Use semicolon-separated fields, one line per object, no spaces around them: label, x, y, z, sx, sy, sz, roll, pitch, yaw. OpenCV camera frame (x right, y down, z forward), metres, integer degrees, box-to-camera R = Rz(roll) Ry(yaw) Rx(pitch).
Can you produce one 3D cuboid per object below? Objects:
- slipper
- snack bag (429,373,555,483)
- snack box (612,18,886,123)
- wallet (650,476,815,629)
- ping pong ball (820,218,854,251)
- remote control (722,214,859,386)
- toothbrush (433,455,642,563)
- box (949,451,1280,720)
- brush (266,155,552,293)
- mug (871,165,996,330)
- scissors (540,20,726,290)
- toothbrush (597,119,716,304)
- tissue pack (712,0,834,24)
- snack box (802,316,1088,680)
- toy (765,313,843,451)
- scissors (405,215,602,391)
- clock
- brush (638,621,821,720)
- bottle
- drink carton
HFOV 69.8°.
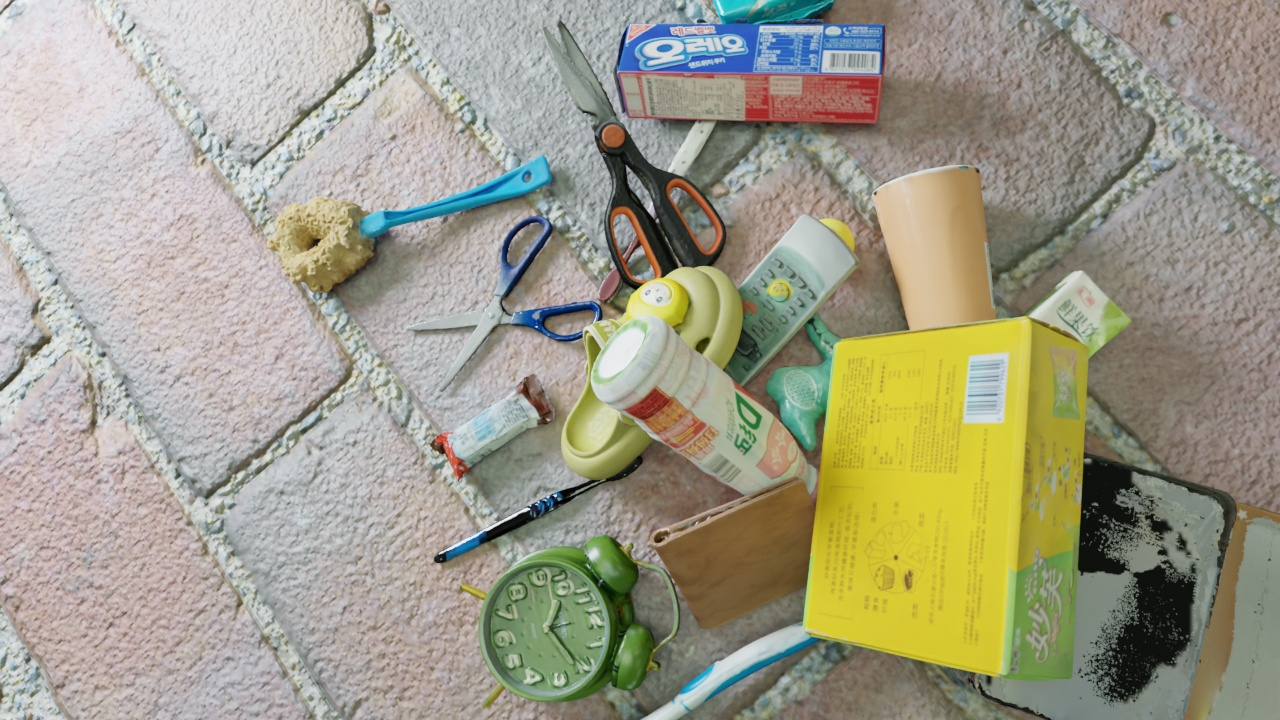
slipper;-0.004;0.004;0.686;0.190;0.081;0.091;-51;43;7
snack bag;-0.119;0.055;0.740;0.105;0.026;0.045;-33;67;3
snack box;0.086;-0.229;0.728;0.208;0.058;0.057;4;64;11
wallet;0.077;0.139;0.658;0.115;0.101;0.020;-24;34;4
ping pong ball;0.144;-0.089;0.707;0.040;0.040;0.040;-2;80;11
remote control;0.102;-0.045;0.696;0.056;0.019;0.135;47;112;16
toothbrush;-0.083;0.118;0.728;0.189;0.016;0.014;-27;71;6
box;0.361;0.173;0.606;0.260;0.082;0.176;17;84;9
brush;-0.197;-0.124;0.785;0.255;0.046;0.083;-17;73;4
mug;0.221;-0.072;0.675;0.078;0.078;0.122;-11;84;9
scissors;-0.004;-0.169;0.730;0.148;0.022;0.234;-6;88;-12
toothbrush;0.016;-0.126;0.753;0.016;0.017;0.187;28;84;18
tissue pack;0.096;-0.329;0.753;0.093;0.050;0.133;-19;78;6
snack box;0.194;0.086;0.595;0.158;0.070;0.210;-8;71;54
toy;0.137;0.011;0.694;0.091;0.030;0.096;-24;68;-14
scissors;-0.110;-0.044;0.764;0.174;0.012;0.162;12;84;14
clock;-0.049;0.195;0.687;0.161;0.056;0.116;-16;79;8
brush;0.006;0.278;0.659;0.314;0.060;0.109;-17;84;4
bottle;0.057;0.048;0.643;0.197;0.068;0.068;37;88;-24
drink carton;0.284;-0.003;0.662;0.122;0.045;0.053;-44;84;3
